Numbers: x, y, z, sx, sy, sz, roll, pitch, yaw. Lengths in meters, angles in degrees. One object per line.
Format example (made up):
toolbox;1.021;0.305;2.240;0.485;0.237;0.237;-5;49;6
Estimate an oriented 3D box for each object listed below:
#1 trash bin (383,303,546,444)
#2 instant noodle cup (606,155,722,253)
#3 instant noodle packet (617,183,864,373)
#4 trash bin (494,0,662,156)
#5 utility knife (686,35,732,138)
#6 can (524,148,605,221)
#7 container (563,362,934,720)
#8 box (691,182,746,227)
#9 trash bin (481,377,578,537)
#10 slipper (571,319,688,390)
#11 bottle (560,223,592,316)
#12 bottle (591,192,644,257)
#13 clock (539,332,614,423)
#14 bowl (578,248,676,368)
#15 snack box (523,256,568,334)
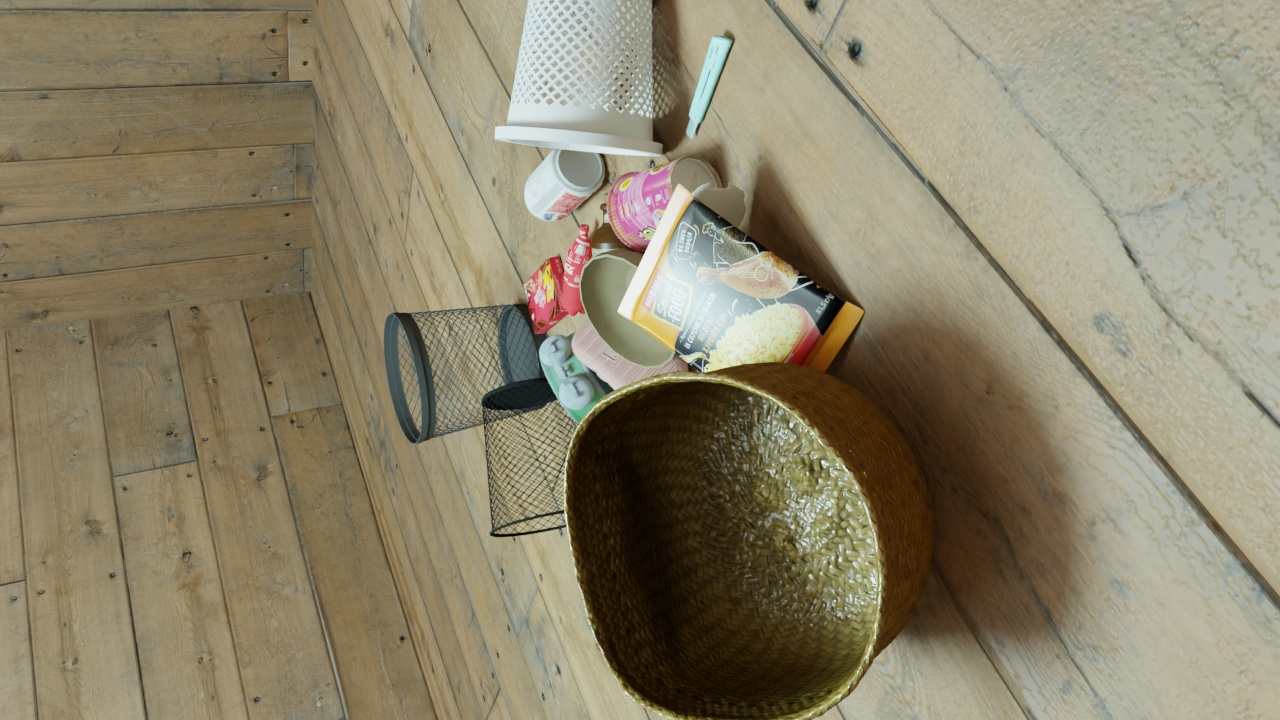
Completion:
trash bin;-0.292;0.011;1.554;0.218;0.227;0.218;32;127;55
instant noodle cup;0.031;-0.179;1.023;0.109;0.097;0.097;-14;87;56
instant noodle packet;0.089;-0.048;0.908;0.221;0.032;0.160;38;124;17
trash bin;-0.062;-0.346;1.054;0.196;0.195;0.200;23;110;58
utility knife;0.071;-0.292;0.984;0.022;0.015;0.126;34;139;12
can;-0.109;-0.246;1.272;0.136;0.078;0.078;-23;79;62
container;0.103;0.147;0.809;0.308;0.196;0.307;4;97;37
box;0.078;-0.099;0.966;0.142;0.083;0.140;122;133;-68
trash bin;-0.157;0.148;1.417;0.185;0.183;0.210;-41;58;59
slipper;-0.007;0.007;1.181;0.197;0.093;0.081;36;168;41
bottle;-0.088;-0.130;1.314;0.042;0.041;0.142;51;141;43
bottle;-0.027;-0.135;1.169;0.068;0.067;0.157;19;116;60
clock;-0.093;0.024;1.264;0.122;0.075;0.161;63;-173;16
bowl;0.000;-0.068;1.089;0.152;0.050;0.153;29;139;28
snack box;-0.149;-0.102;1.464;0.133;0.021;0.089;-31;72;61
